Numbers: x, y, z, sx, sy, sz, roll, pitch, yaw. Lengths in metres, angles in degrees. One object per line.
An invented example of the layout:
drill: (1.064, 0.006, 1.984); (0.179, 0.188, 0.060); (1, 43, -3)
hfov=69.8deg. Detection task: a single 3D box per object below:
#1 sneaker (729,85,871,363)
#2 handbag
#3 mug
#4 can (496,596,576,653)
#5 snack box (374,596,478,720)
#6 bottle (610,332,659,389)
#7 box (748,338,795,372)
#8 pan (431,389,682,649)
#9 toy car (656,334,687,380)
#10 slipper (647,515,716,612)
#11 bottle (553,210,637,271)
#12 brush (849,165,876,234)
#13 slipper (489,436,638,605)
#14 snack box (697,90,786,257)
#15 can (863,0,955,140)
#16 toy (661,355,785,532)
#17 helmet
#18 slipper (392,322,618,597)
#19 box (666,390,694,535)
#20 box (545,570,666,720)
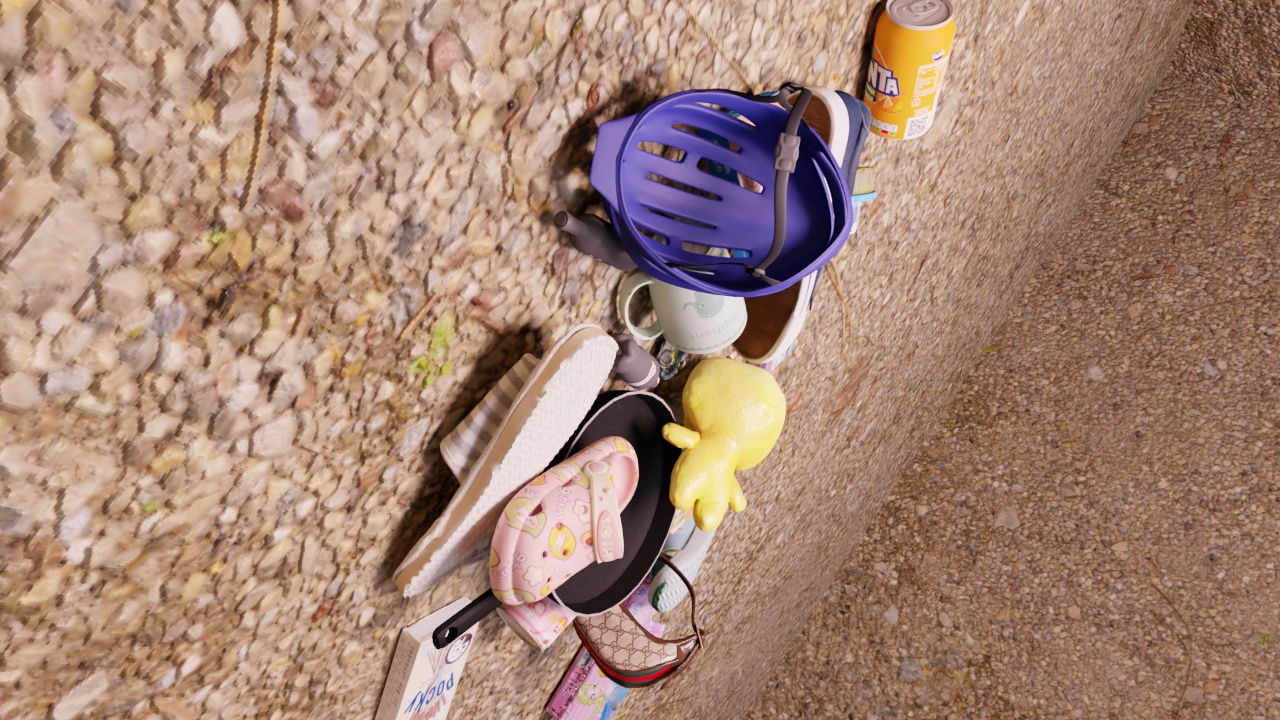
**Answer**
sneaker: (0.168, -0.135, 0.945); (0.127, 0.121, 0.295); (-13, 128, -41)
handbag: (-0.002, 0.289, 1.046); (0.138, 0.166, 0.063); (-31, 149, -16)
mug: (0.033, -0.062, 0.820); (0.111, 0.084, 0.104); (-27, 141, -4)
can: (-0.099, 0.249, 0.942); (0.076, 0.067, 0.067); (-44, 152, -25)
snack box: (-0.202, 0.297, 0.858); (0.081, 0.026, 0.150); (-18, 133, -55)
bottle: (-0.005, 0.005, 0.865); (0.036, 0.036, 0.110); (-56, 155, -3)
box: (0.176, -0.077, 1.105); (0.076, 0.036, 0.215); (-39, 149, -36)
pan: (-0.068, 0.160, 0.856); (0.355, 0.034, 0.226); (-30, 125, -48)
toy car: (0.039, -0.023, 0.924); (0.090, 0.027, 0.038); (-63, 159, 8)
slipper: (0.056, 0.235, 1.214); (0.244, 0.074, 0.104); (-51, 161, -54)
bottle: (-0.034, -0.094, 0.703); (0.030, 0.030, 0.113); (-61, 155, 7)
brush: (0.235, -0.183, 1.046); (0.135, 0.055, 0.075); (-25, 119, -59)
slipper: (-0.046, 0.133, 0.775); (0.196, 0.082, 0.093); (-40, 134, -47)
snack box: (0.108, -0.151, 0.817); (0.087, 0.034, 0.151); (-39, 120, -36)
can: (0.284, -0.312, 0.978); (0.079, 0.079, 0.143); (-45, 153, -26)
toy: (0.087, 0.078, 0.955); (0.134, 0.092, 0.207); (49, 57, -30)
helmet: (0.085, -0.119, 0.660); (0.241, 0.228, 0.147); (11, 89, -27)
slipper: (-0.115, 0.078, 0.732); (0.273, 0.054, 0.114); (-55, 158, 14)
box: (0.065, 0.108, 1.106); (0.117, 0.050, 0.206); (-33, 146, -41)
box: (-0.031, 0.393, 1.225); (0.230, 0.077, 0.084); (-59, 155, 5)
